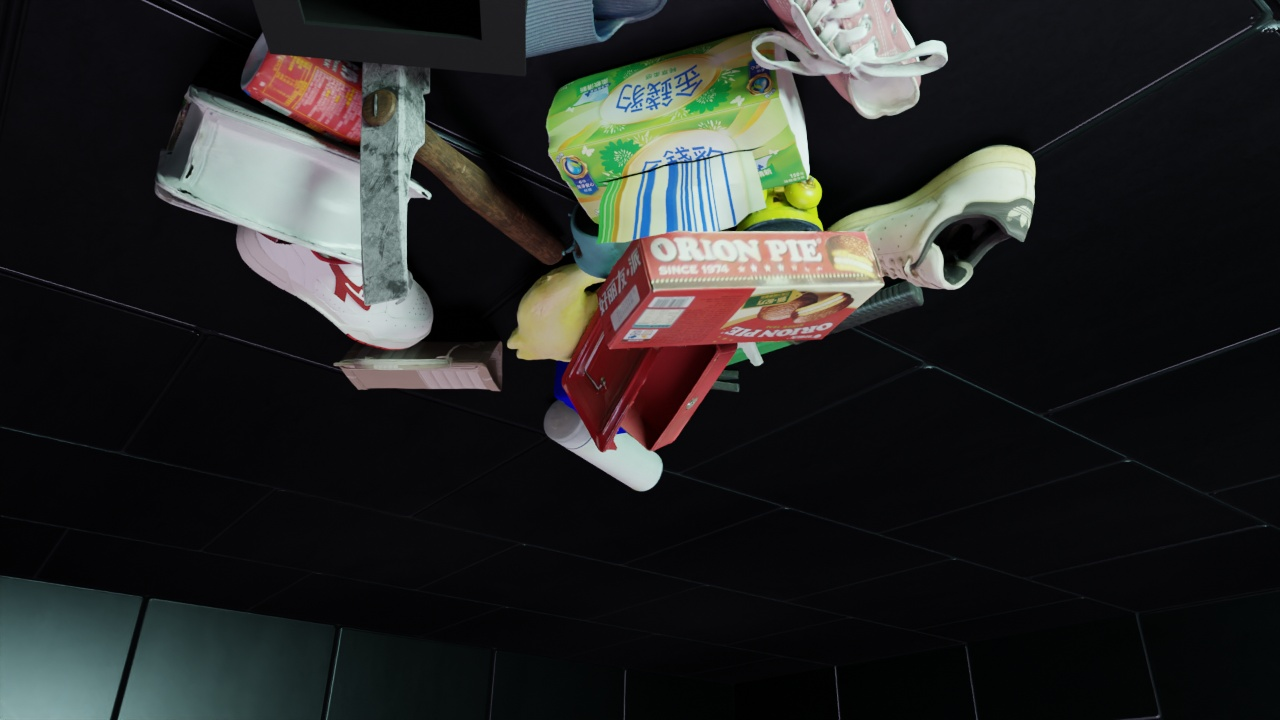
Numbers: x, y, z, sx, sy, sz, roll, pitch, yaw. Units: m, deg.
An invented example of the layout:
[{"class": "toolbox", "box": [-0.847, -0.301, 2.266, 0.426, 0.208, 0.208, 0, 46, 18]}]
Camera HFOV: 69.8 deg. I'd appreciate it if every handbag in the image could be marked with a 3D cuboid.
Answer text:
[{"class": "handbag", "box": [-0.260, 0.006, 1.041, 0.175, 0.062, 0.198, 0, 180, 1]}, {"class": "handbag", "box": [-0.293, -0.149, 0.772, 0.198, 0.096, 0.142, 19, -171, -29]}]

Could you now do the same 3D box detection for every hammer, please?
[{"class": "hammer", "box": [0.175, -0.029, 1.080, 0.320, 0.032, 0.130, -20, 145, 33]}, {"class": "hammer", "box": [-0.138, -0.112, 0.791, 0.037, 0.217, 0.300, -9, 162, 18]}]

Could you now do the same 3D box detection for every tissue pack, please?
[{"class": "tissue pack", "box": [0.031, -0.157, 0.728, 0.198, 0.141, 0.120, -13, 149, 24]}]

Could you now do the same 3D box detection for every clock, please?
[{"class": "clock", "box": [0.128, -0.135, 0.853, 0.083, 0.057, 0.119, -4, 153, 8]}, {"class": "clock", "box": [-0.009, -0.121, 0.856, 0.124, 0.089, 0.053, -4, 142, 10]}]

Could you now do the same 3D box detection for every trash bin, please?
[{"class": "trash bin", "box": [-0.125, -0.272, 0.488, 0.139, 0.171, 0.140, 4, 152, -5]}]

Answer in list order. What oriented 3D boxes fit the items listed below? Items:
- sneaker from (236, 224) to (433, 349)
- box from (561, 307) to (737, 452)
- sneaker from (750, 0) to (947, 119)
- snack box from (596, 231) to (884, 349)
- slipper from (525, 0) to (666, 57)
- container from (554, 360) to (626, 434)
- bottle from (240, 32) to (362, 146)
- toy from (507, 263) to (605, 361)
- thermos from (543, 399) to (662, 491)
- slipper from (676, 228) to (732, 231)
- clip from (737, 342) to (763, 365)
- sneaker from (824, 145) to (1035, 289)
[{"class": "sneaker", "box": [-0.277, -0.093, 0.930, 0.104, 0.090, 0.236, -22, 141, 24]}, {"class": "box", "box": [0.007, 0.003, 0.989, 0.127, 0.137, 0.158, 2, 131, -41]}, {"class": "sneaker", "box": [0.138, -0.235, 0.636, 0.118, 0.087, 0.241, -17, 148, 30]}, {"class": "snack box", "box": [0.090, -0.064, 0.832, 0.236, 0.060, 0.113, -3, 156, -24]}, {"class": "slipper", "box": [-0.111, -0.253, 0.621, 0.263, 0.082, 0.101, 2, 150, -1]}, {"class": "container", "box": [-0.043, 0.031, 1.142, 0.085, 0.084, 0.113, -12, 148, 25]}, {"class": "bottle", "box": [-0.239, -0.207, 0.730, 0.062, 0.061, 0.137, -24, 144, 38]}, {"class": "toy", "box": [-0.076, -0.048, 1.016, 0.155, 0.064, 0.170, -25, 151, 6]}, {"class": "thermos", "box": [-0.050, 0.125, 1.335, 0.068, 0.067, 0.230, -14, 148, 26]}, {"class": "slipper", "box": [0.096, -0.080, 0.956, 0.221, 0.055, 0.107, 19, 149, -25]}, {"class": "clip", "box": [0.099, -0.032, 1.051, 0.054, 0.043, 0.102, -18, 121, 13]}, {"class": "sneaker", "box": [0.261, -0.102, 0.864, 0.088, 0.102, 0.242, 21, 147, -33]}]
